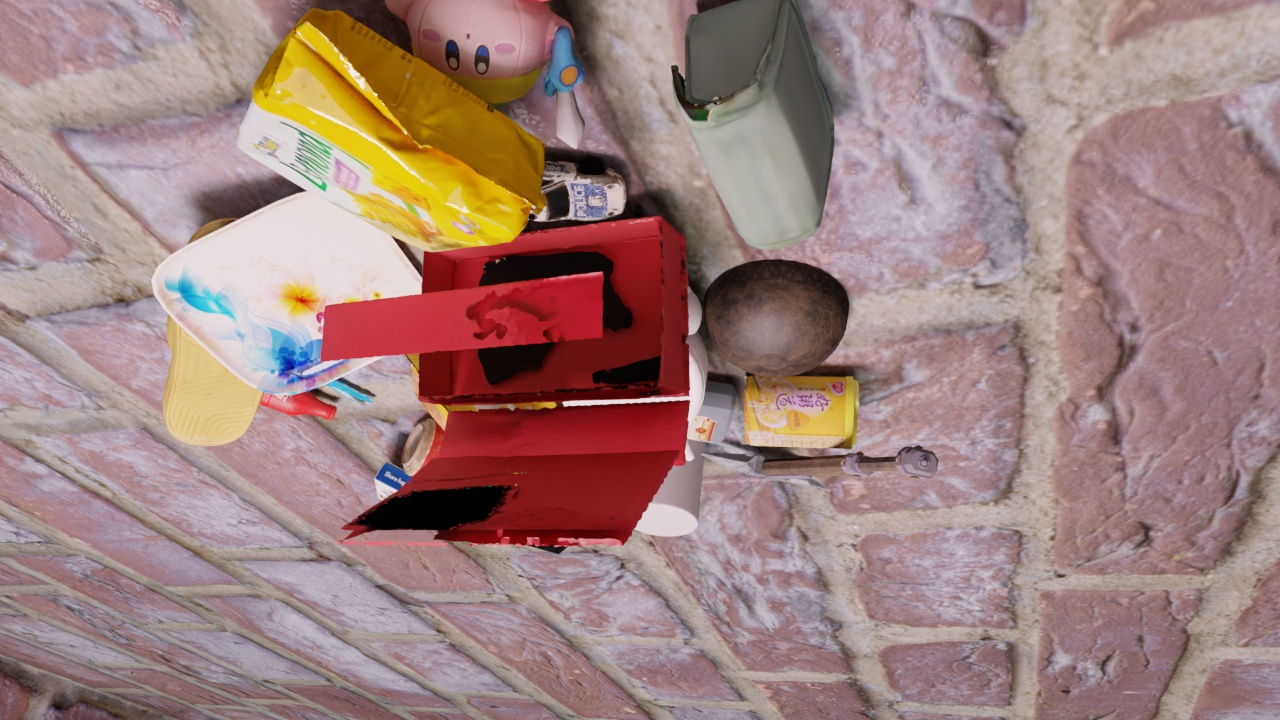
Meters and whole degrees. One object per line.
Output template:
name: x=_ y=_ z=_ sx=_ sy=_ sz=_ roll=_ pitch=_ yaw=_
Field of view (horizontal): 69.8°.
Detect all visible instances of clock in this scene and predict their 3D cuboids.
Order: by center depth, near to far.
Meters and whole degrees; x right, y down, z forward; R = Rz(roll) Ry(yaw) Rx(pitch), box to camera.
clock: x=-0.005 y=0.005 z=0.794 sx=0.125 sy=0.072 sz=0.161 roll=3 pitch=118 yaw=7

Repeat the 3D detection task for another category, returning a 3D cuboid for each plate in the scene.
plate: x=-0.284 y=-0.055 z=0.772 sx=0.187 sy=0.016 sz=0.187 roll=-25 pitch=139 yaw=3

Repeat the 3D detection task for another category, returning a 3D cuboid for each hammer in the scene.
hammer: x=0.169 y=0.096 z=0.837 sx=0.147 sy=0.028 sz=0.317 roll=13 pitch=169 yaw=-13

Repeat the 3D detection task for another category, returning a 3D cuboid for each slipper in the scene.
slipper: x=-0.372 y=-0.030 z=0.829 sx=0.099 sy=0.078 sz=0.264 roll=10 pitch=130 yaw=-29

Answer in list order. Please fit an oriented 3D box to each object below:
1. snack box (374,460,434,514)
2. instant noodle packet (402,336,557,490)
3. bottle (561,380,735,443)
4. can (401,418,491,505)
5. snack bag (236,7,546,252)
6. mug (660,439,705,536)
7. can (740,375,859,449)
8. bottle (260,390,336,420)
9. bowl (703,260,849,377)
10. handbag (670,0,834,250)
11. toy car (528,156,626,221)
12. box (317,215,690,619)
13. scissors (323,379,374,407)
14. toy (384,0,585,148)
snack box: x=-0.270 y=0.160 z=1.081 sx=0.082 sy=0.026 sz=0.150 roll=30 pitch=159 yaw=-3
instant noodle packet: x=-0.141 y=0.077 z=0.881 sx=0.163 sy=0.084 sz=0.222 roll=48 pitch=156 yaw=18
bottle: x=0.006 y=0.039 z=0.886 sx=0.161 sy=0.046 sz=0.072 roll=10 pitch=147 yaw=-2
can: x=-0.181 y=0.125 z=1.036 sx=0.170 sy=0.067 sz=0.068 roll=27 pitch=142 yaw=-26
snack bag: x=-0.158 y=-0.133 z=0.572 sx=0.159 sy=0.068 sz=0.248 roll=31 pitch=170 yaw=-26
mug: x=0.010 y=0.126 z=0.969 sx=0.112 sy=0.096 sz=0.079 roll=-7 pitch=144 yaw=22
can: x=0.147 y=0.047 z=0.849 sx=0.105 sy=0.067 sz=0.068 roll=1 pitch=146 yaw=11
bottle: x=-0.382 y=0.036 z=0.974 sx=0.119 sy=0.036 sz=0.036 roll=24 pitch=143 yaw=-24
bowl: x=0.111 y=-0.022 z=0.761 sx=0.121 sy=0.056 sz=0.121 roll=6 pitch=147 yaw=4
handbag: x=0.067 y=-0.143 z=0.547 sx=0.067 sy=0.106 sz=0.122 roll=-5 pitch=144 yaw=25
toy car: x=-0.066 y=-0.121 z=0.666 sx=0.113 sy=0.040 sz=0.049 roll=5 pitch=148 yaw=3
box: x=-0.077 y=0.044 z=0.672 sx=0.211 sy=0.314 sz=0.124 roll=-3 pitch=146 yaw=21
scissors: x=-0.345 y=0.018 z=0.965 sx=0.090 sy=0.014 sz=0.141 roll=-15 pitch=142 yaw=29
toy: x=-0.089 y=-0.190 z=0.551 sx=0.124 sy=0.096 sz=0.132 roll=8 pitch=129 yaw=-10
